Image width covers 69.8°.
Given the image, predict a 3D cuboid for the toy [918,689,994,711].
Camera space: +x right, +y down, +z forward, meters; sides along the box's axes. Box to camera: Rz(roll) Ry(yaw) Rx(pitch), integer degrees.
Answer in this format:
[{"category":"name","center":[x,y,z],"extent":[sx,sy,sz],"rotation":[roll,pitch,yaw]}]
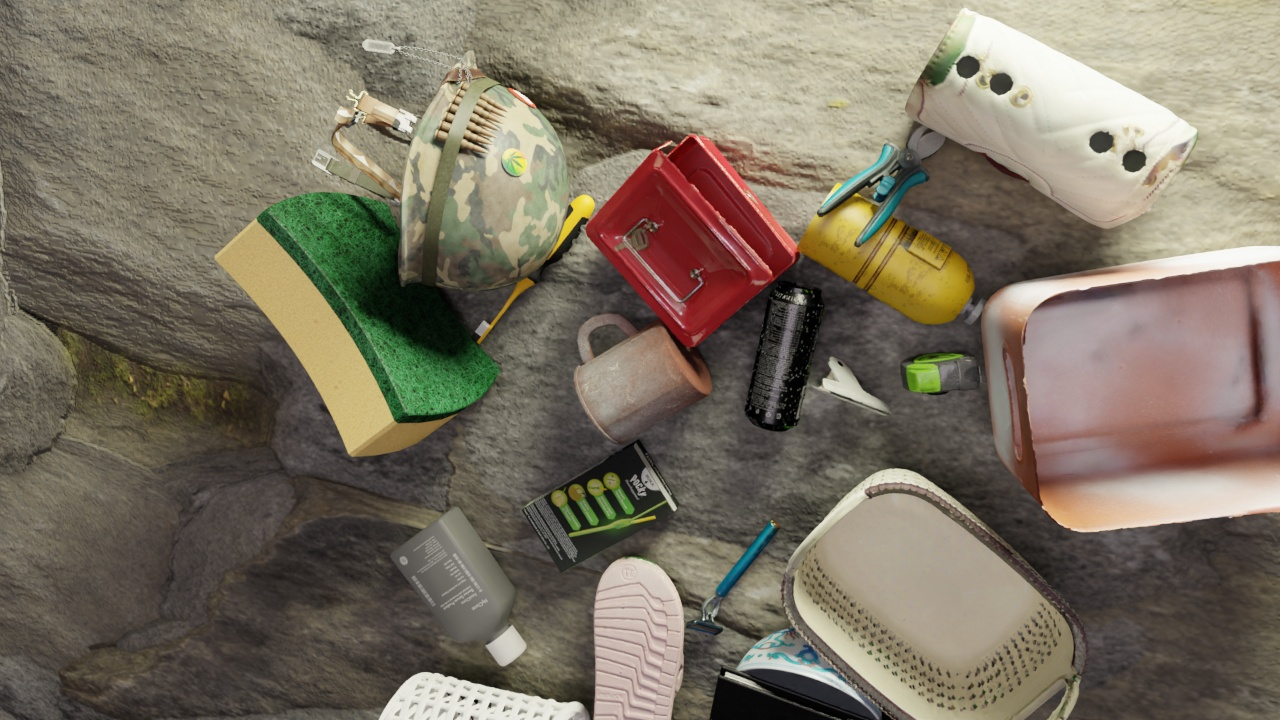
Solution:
[{"category":"toy","center":[0.306,0.354,0.885],"extent":[0.096,0.052,0.099],"rotation":[-34,86,27]}]

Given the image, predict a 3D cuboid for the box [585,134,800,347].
[{"category":"box","center":[0.051,-0.113,0.852],"extent":[0.157,0.117,0.136],"rotation":[50,124,-2]}]

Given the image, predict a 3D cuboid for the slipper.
[{"category":"slipper","center":[-0.001,0.326,0.965],"extent":[0.094,0.064,0.239],"rotation":[4,89,12]}]

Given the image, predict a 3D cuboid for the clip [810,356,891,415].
[{"category":"clip","center":[0.185,0.028,0.857],"extent":[0.040,0.101,0.054],"rotation":[-55,39,18]}]

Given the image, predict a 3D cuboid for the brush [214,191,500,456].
[{"category":"brush","center":[-0.264,-0.040,0.897],"extent":[0.075,0.194,0.250],"rotation":[-34,90,19]}]

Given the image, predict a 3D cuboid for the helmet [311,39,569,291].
[{"category":"helmet","center":[-0.183,-0.176,0.844],"extent":[0.236,0.193,0.224],"rotation":[4,79,-15]}]

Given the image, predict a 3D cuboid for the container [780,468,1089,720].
[{"category":"container","center":[0.258,0.212,0.824],"extent":[0.251,0.143,0.185],"rotation":[40,110,5]}]

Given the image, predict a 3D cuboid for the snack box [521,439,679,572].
[{"category":"snack box","center":[-0.043,0.154,0.962],"extent":[0.148,0.025,0.080],"rotation":[-32,91,20]}]

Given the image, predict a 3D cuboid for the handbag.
[{"category":"handbag","center":[0.317,-0.191,0.727],"extent":[0.198,0.141,0.096],"rotation":[34,110,8]}]

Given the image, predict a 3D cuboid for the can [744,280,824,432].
[{"category":"can","center":[0.135,-0.003,0.862],"extent":[0.054,0.053,0.138],"rotation":[13,104,13]}]

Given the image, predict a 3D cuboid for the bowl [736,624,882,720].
[{"category":"bowl","center":[0.168,0.301,0.892],"extent":[0.144,0.074,0.144],"rotation":[16,143,13]}]

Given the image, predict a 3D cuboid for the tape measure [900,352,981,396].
[{"category":"tape measure","center":[0.268,0.014,0.824],"extent":[0.066,0.058,0.036],"rotation":[-8,100,15]}]

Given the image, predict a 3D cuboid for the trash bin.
[{"category":"trash bin","center":[0.411,0.013,0.715],"extent":[0.260,0.157,0.181],"rotation":[-9,98,7]}]

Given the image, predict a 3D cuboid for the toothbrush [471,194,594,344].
[{"category":"toothbrush","center":[-0.110,-0.089,0.929],"extent":[0.031,0.031,0.197],"rotation":[38,110,-9]}]

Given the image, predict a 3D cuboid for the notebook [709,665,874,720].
[{"category":"notebook","center":[0.181,0.376,0.896],"extent":[0.231,0.019,0.169],"rotation":[16,142,13]}]

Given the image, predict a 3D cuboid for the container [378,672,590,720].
[{"category":"container","center":[-0.169,0.443,0.972],"extent":[0.187,0.189,0.189],"rotation":[6,103,16]}]

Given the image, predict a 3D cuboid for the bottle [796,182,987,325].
[{"category":"bottle","center":[0.227,-0.086,0.810],"extent":[0.164,0.071,0.071],"rotation":[33,108,8]}]

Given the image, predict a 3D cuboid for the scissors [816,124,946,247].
[{"category":"scissors","center":[0.213,-0.151,0.785],"extent":[0.130,0.019,0.150],"rotation":[0,68,-3]}]

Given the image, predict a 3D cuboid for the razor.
[{"category":"razor","center":[0.098,0.221,0.938],"extent":[0.042,0.022,0.144],"rotation":[23,106,-31]}]

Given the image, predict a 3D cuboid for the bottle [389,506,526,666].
[{"category":"bottle","center":[-0.190,0.258,1.015],"extent":[0.084,0.046,0.174],"rotation":[-36,90,20]}]

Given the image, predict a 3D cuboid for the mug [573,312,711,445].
[{"category":"mug","center":[-0.005,0.005,0.886],"extent":[0.110,0.096,0.123],"rotation":[-31,97,13]}]
